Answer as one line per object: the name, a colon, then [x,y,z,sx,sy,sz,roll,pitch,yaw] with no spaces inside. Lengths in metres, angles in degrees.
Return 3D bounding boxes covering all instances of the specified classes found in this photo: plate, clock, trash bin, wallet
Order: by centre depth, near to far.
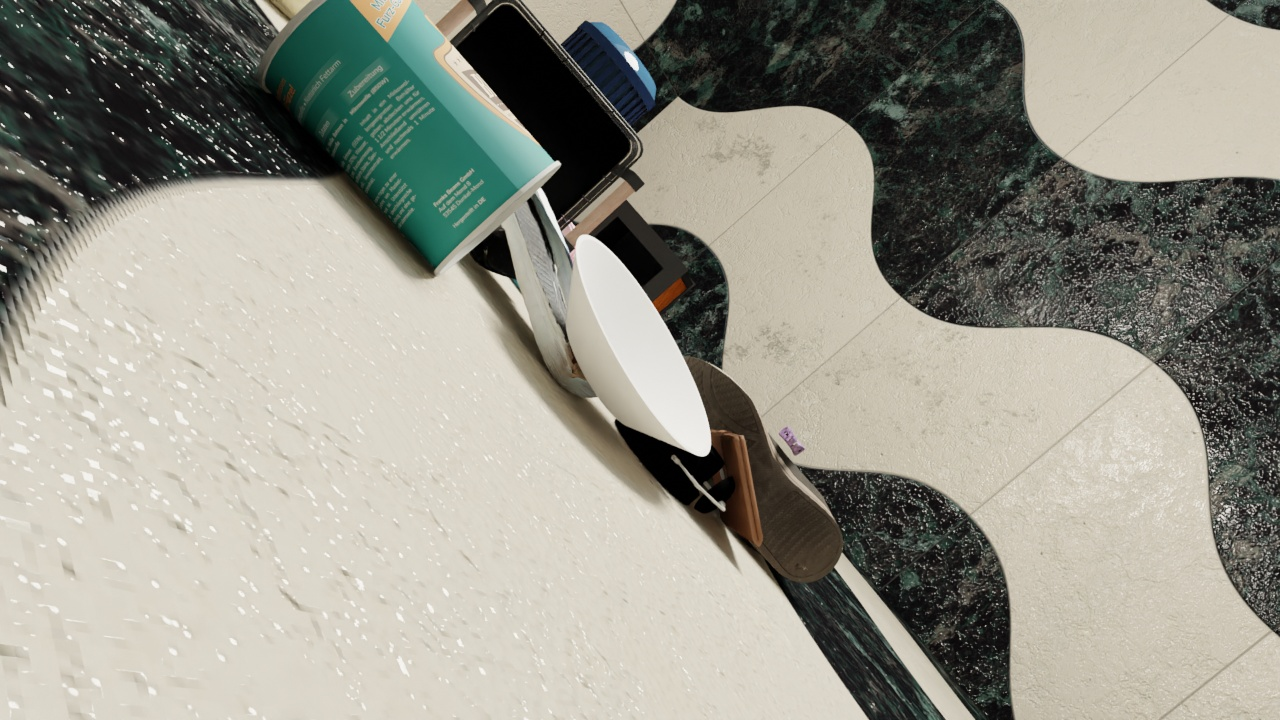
plate: [-0.011,-0.003,0.642,0.174,0.036,0.173,54,15,-23]
clock: [0.030,0.073,0.712,0.091,0.042,0.120,46,5,-36]
wallet: [0.074,0.101,0.755,0.121,0.013,0.087,164,-84,-83]
trash bin: [-0.107,-0.280,1.099,0.139,0.249,0.139,48,4,-5]
trash bin: [-0.025,-0.122,1.293,0.139,0.140,0.171,49,4,6]

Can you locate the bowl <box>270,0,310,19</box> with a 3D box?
bowl: [-0.327,-0.374,0.870,0.151,0.075,0.150,48,3,-4]

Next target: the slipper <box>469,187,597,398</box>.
slipper: [-0.096,-0.080,0.702,0.111,0.063,0.263,34,26,-61]

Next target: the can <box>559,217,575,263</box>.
can: [-0.107,-0.148,1.175,0.067,0.067,0.076,50,3,11]

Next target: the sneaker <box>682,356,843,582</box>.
sneaker: [0.096,0.097,0.874,0.235,0.095,0.120,46,1,1]

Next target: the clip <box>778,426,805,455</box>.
clip: [0.140,0.076,0.836,0.029,0.013,0.050,52,4,3]

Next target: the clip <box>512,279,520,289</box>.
clip: [-0.109,-0.081,0.826,0.130,0.030,0.120,48,9,-20]

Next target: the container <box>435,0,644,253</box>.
container: [-0.122,-0.238,0.935,0.241,0.163,0.130,47,4,-17]

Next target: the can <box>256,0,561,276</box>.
can: [-0.131,-0.136,0.534,0.144,0.099,0.099,48,4,-9]
